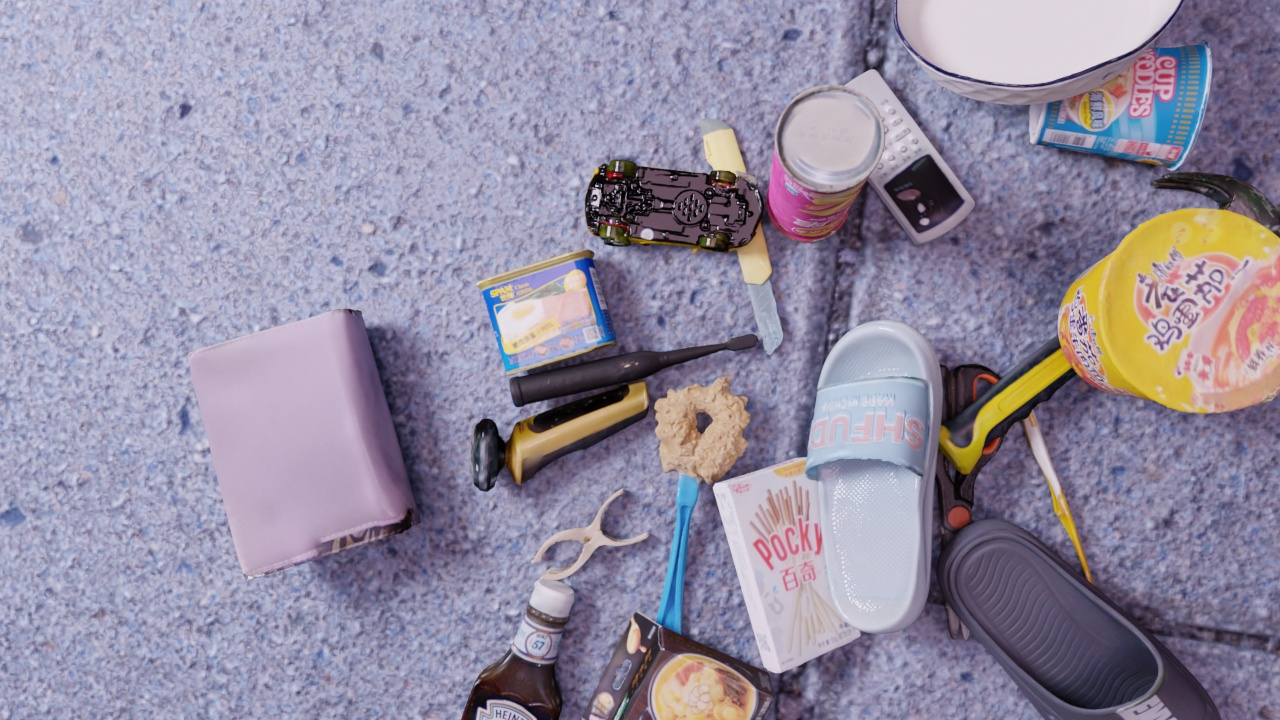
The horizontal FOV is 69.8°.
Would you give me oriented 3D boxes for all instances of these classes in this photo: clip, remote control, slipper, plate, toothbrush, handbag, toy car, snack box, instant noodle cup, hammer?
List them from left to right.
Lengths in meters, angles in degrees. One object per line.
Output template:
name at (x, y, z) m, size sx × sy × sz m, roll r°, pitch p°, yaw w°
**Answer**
handbag at (-0.281, 0.068, 0.783) m, size 0.145 × 0.098 × 0.197 m, roll -17°, pitch 87°, yaw 8°
clip at (-0.046, 0.153, 0.789) m, size 0.100 × 0.034 × 0.071 m, roll -29°, pitch 85°, yaw 1°
toothbrush at (-0.005, 0.005, 0.777) m, size 0.212 × 0.027 × 0.026 m, roll -12°, pitch 88°, yaw -2°
toy car at (0.027, -0.128, 0.776) m, size 0.156 × 0.041 × 0.071 m, roll 6°, pitch 90°, yaw 11°
snack box at (0.029, 0.289, 0.761) m, size 0.125 × 0.053 × 0.113 m, roll 24°, pitch 99°, yaw -5°
snack box at (0.121, 0.165, 0.754) m, size 0.084 × 0.027 × 0.156 m, roll -15°, pitch 88°, yaw -25°
slipper at (0.176, 0.090, 0.719) m, size 0.104 × 0.074 × 0.245 m, roll -5°, pitch 81°, yaw 41°
remote control at (0.214, -0.169, 0.766) m, size 0.058 × 0.021 × 0.150 m, roll -36°, pitch 85°, yaw 5°
plate at (0.299, -0.276, 0.706) m, size 0.205 × 0.045 × 0.204 m, roll -9°, pitch 60°, yaw 15°
toothbrush at (0.340, 0.118, 0.753) m, size 0.018 × 0.016 × 0.191 m, roll -20°, pitch 88°, yaw 14°
slipper at (0.342, 0.238, 0.708) m, size 0.268 × 0.083 × 0.111 m, roll 43°, pitch 99°, yaw -2°
hammer at (0.367, -0.029, 0.731) m, size 0.323 × 0.032 × 0.126 m, roll -38°, pitch 84°, yaw 0°
instant noodle cup at (0.368, -0.200, 0.717) m, size 0.110 × 0.099 × 0.099 m, roll 7°, pitch 90°, yaw 14°
instant noodle cup at (0.375, -0.029, 0.659) m, size 0.138 × 0.110 × 0.138 m, roll 0°, pitch 85°, yaw 3°

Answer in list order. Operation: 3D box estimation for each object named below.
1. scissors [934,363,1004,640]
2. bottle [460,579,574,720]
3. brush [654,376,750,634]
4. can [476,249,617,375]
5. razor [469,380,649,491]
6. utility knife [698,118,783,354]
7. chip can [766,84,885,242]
scissors at (0.244, 0.115, 0.757) m, size 0.142 × 0.022 × 0.235 m, roll 20°, pitch 89°, yaw -1°
bottle at (-0.104, 0.285, 0.789) m, size 0.080 × 0.044 × 0.195 m, roll 20°, pitch 91°, yaw 6°
brush at (0.039, 0.137, 0.779) m, size 0.083 × 0.046 × 0.254 m, roll 9°, pitch 94°, yaw 3°
can at (-0.078, -0.040, 0.782) m, size 0.102 × 0.057 × 0.083 m, roll -16°, pitch 90°, yaw 7°
razor at (-0.070, 0.058, 0.782) m, size 0.167 × 0.062 × 0.068 m, roll -22°, pitch 121°, yaw 1°
utility knife at (0.089, -0.109, 0.781) m, size 0.031 × 0.022 × 0.210 m, roll -15°, pitch 81°, yaw 9°
chip can at (0.130, -0.138, 0.680) m, size 0.071 × 0.210 × 0.071 m, roll 0°, pitch 89°, yaw 7°
